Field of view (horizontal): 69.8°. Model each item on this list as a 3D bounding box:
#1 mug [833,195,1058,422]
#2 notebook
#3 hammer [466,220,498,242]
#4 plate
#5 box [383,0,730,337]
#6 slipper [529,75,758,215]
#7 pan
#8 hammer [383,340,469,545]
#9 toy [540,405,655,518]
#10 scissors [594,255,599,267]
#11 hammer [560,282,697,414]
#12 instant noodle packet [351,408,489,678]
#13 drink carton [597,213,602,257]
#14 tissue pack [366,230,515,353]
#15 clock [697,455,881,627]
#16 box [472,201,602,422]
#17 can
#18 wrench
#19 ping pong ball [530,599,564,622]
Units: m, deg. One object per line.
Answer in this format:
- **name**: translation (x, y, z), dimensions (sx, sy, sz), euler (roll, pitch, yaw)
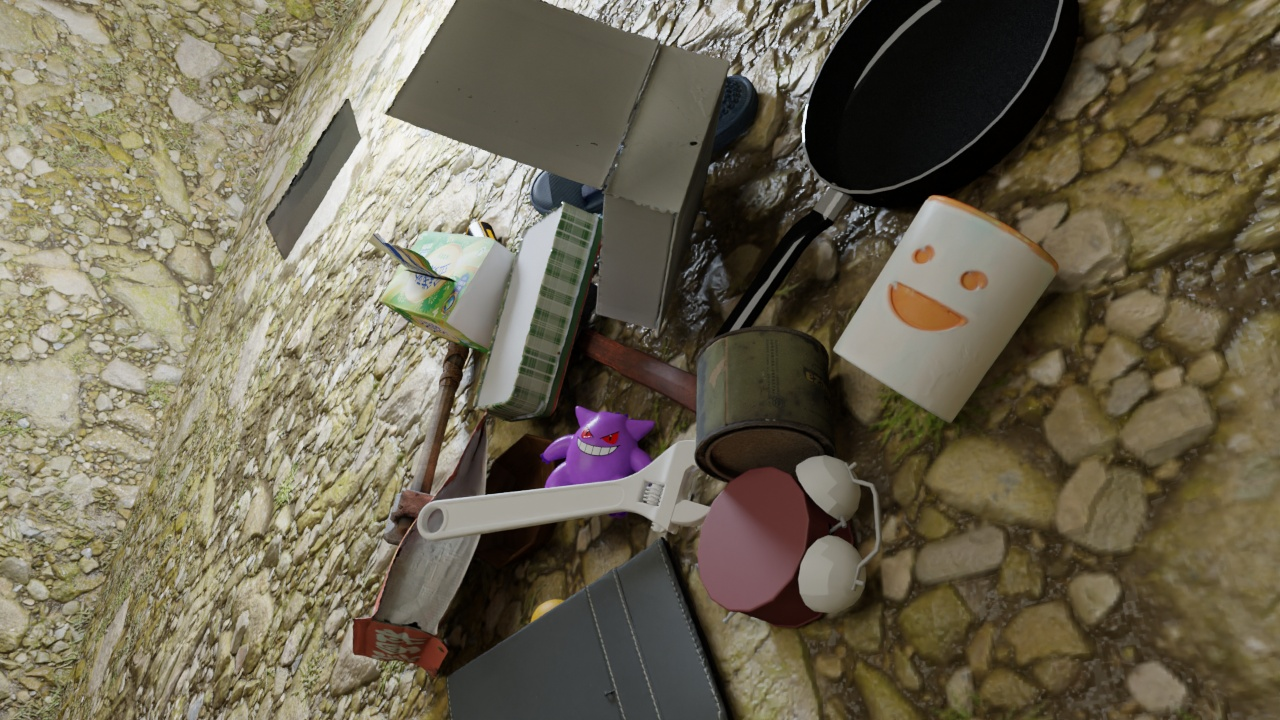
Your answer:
- **mug**: translation (0.173, -0.029, 0.527), dimensions (0.105, 0.082, 0.082), euler (-58, 33, 8)
- **notebook**: translation (-0.043, 0.240, 0.638), dimensions (0.209, 0.029, 0.169), euler (-37, 40, 12)
- **hammer**: translation (-0.157, -0.080, 1.068), dimensions (0.123, 0.036, 0.320), euler (-54, 36, 15)
- **plate**: translation (-0.109, 0.133, 0.854), dimensions (0.132, 0.025, 0.131), euler (-33, 43, 37)
- **box**: translation (-0.080, -0.233, 0.632), dimensions (0.174, 0.512, 0.166), euler (-11, 48, 38)
- **slipper**: translation (-0.018, -0.215, 0.880), dimensions (0.264, 0.082, 0.101), euler (-18, 51, 30)
- **pan**: translation (0.162, -0.138, 0.655), dimensions (0.356, 0.044, 0.204), euler (-56, 33, 10)
- **hammer**: translation (-0.223, 0.055, 1.033), dimensions (0.122, 0.049, 0.317), euler (119, 162, -49)
- **toy**: translation (-0.031, 0.082, 0.754), dimensions (0.106, 0.056, 0.088), euler (10, 78, 20)
- **scissors**: translation (-0.083, -0.117, 1.001), dimensions (0.145, 0.019, 0.126), euler (-25, 43, 35)
- **hammer**: translation (-0.005, 0.005, 0.800), dimensions (0.301, 0.028, 0.111), euler (25, 87, 57)
- **instant noodle packet**: translation (-0.190, 0.166, 0.859), dimensions (0.165, 0.084, 0.220), euler (119, 168, -58)
- **drink carton**: translation (-0.028, -0.125, 0.913), dimensions (0.044, 0.038, 0.128), euler (-55, 33, 18)
- **tissue pack**: translation (-0.222, -0.093, 0.998), dimensions (0.198, 0.141, 0.120), euler (6, 65, 50)
- **clock**: translation (0.092, 0.114, 0.568), dimensions (0.138, 0.048, 0.096), euler (-28, 46, 41)
- **box**: translation (-0.099, -0.044, 0.888), dimensions (0.118, 0.050, 0.205), euler (-17, 55, 61)
- **can**: translation (0.081, 0.033, 0.603), dimensions (0.090, 0.089, 0.074), euler (-30, 45, 40)
- **wrench**: translation (-0.061, 0.111, 0.714), dimensions (0.274, 0.018, 0.066), euler (-11, 66, 23)
- **ping pong ball**: translation (-0.067, 0.210, 0.727), dimensions (0.040, 0.040, 0.040), euler (-33, 43, 37)
